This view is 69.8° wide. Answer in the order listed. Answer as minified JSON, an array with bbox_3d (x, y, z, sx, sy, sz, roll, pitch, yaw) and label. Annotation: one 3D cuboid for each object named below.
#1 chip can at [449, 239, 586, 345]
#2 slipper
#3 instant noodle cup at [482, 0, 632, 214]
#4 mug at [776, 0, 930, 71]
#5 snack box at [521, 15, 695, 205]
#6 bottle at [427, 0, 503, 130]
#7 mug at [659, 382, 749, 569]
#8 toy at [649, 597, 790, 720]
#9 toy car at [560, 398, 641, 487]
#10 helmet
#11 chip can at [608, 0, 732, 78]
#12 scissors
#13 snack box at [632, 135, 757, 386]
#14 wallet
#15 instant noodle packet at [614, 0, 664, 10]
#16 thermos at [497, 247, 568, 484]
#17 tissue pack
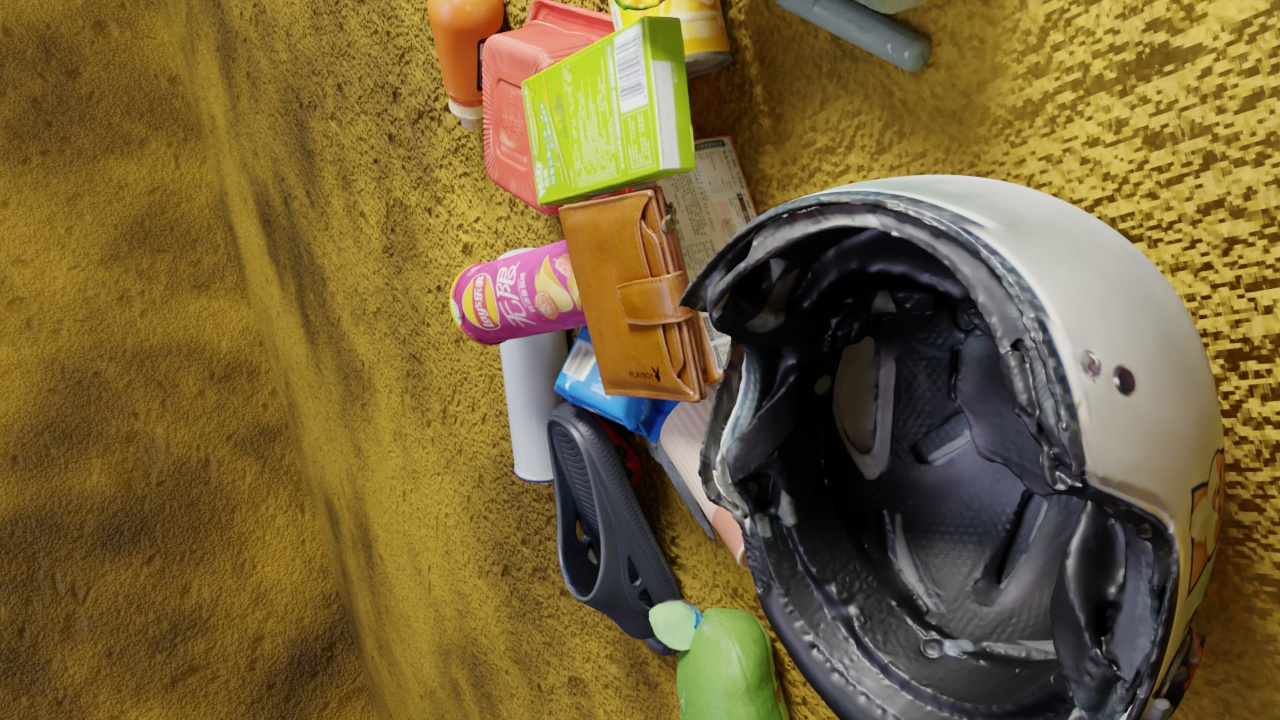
[{"bbox_3d":[-0.062,-0.057,0.710,0.211,0.071,0.071,-8,99,47],"label":"chip can"},{"bbox_3d":[-0.041,0.164,0.822,0.111,0.083,0.268,22,136,56],"label":"slipper"},{"bbox_3d":[-0.065,-0.185,0.710,0.189,0.079,0.165,36,131,48],"label":"instant noodle cup"},{"bbox_3d":[0.100,-0.207,0.440,0.103,0.083,0.124,46,168,36],"label":"mug"},{"bbox_3d":[-0.025,-0.147,0.567,0.157,0.026,0.086,1,100,57],"label":"snack box"},{"bbox_3d":[-0.158,-0.277,0.843,0.066,0.066,0.150,53,152,30],"label":"bottle"},{"bbox_3d":[0.076,0.080,0.629,0.106,0.081,0.114,55,175,31],"label":"mug"},{"bbox_3d":[0.078,0.306,0.722,0.227,0.089,0.247,-166,66,-68],"label":"toy"},{"bbox_3d":[-0.037,0.073,0.843,0.106,0.031,0.049,43,152,28],"label":"toy car"},{"bbox_3d":[0.145,0.040,0.404,0.230,0.156,0.274,25,136,50],"label":"helmet"},{"bbox_3d":[0.000,-0.281,0.559,0.072,0.072,0.213,0,105,59],"label":"chip can"},{"bbox_3d":[0.006,0.049,0.779,0.202,0.015,0.206,11,114,57],"label":"scissors"},{"bbox_3d":[0.047,-0.066,0.588,0.026,0.075,0.153,-20,87,56],"label":"snack box"},{"bbox_3d":[0.000,-0.040,0.573,0.119,0.035,0.131,4,111,57],"label":"wallet"},{"bbox_3d":[0.036,-0.250,0.476,0.044,0.110,0.129,36,136,26],"label":"instant noodle packet"},{"bbox_3d":[-0.100,0.005,0.886,0.073,0.073,0.224,27,127,52],"label":"thermos"},{"bbox_3d":[-0.004,0.004,0.704,0.157,0.052,0.095,21,83,55],"label":"tissue pack"}]
